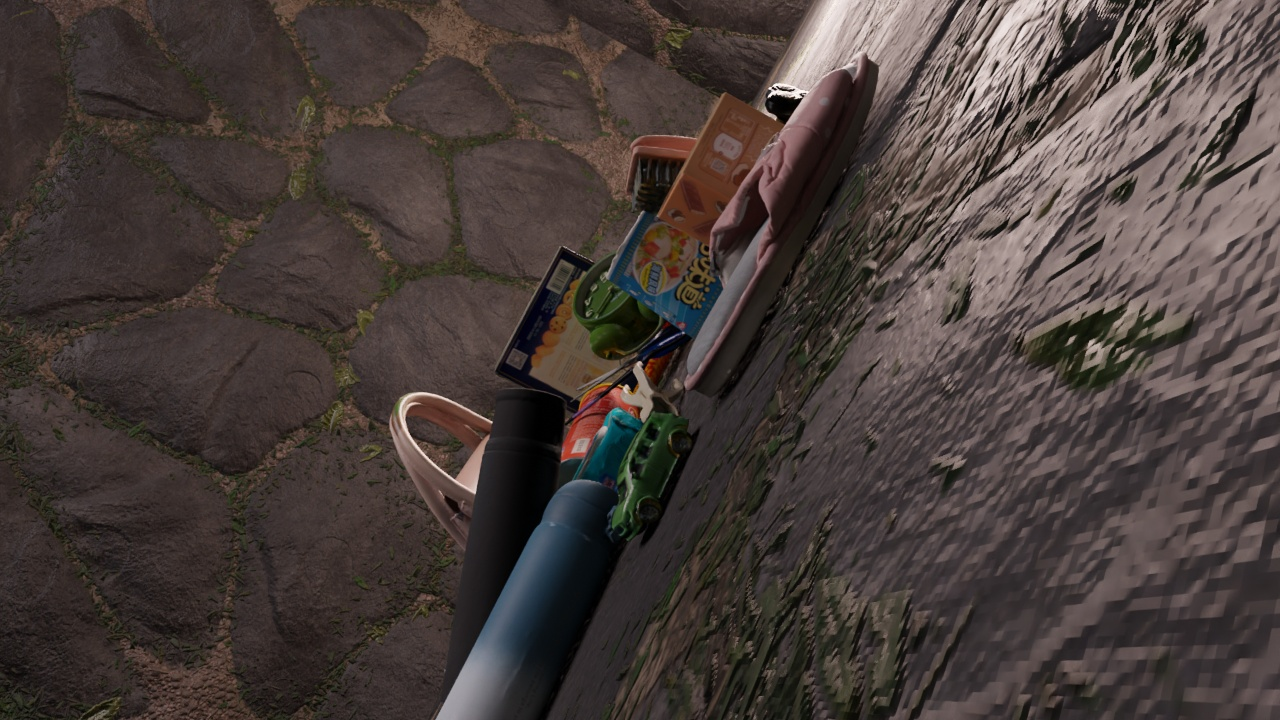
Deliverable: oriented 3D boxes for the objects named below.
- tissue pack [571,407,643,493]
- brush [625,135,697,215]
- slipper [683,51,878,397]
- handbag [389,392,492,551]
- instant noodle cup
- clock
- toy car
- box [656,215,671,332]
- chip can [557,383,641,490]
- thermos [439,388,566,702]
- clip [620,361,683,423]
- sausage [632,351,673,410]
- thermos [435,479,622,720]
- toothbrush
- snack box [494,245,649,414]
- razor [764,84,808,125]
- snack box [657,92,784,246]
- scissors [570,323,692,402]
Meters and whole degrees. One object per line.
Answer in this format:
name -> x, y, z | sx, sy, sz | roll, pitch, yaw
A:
tissue pack -> -0.032, 0.107, 0.774 | 0.133, 0.050, 0.093 | -63, 5, -4
brush -> 0.062, -0.171, 0.851 | 0.063, 0.145, 0.073 | 105, 167, -61
slipper -> 0.087, -0.101, 0.626 | 0.274, 0.054, 0.114 | -63, 3, -15
handbag -> -0.151, 0.116, 0.916 | 0.093, 0.234, 0.193 | -52, 7, 17
instant noodle cup -> 0.032, -0.080, 0.833 | 0.099, 0.110, 0.099 | -61, 3, 4
clock -> -0.016, -0.060, 1.015 | 0.116, 0.056, 0.161 | -43, 38, 9
toy car -> 0.005, 0.076, 0.608 | 0.091, 0.036, 0.043 | -68, 7, -29
box -> 0.044, -0.124, 1.110 | 0.095, 0.100, 0.200 | 111, -177, -53
chip can -> -0.043, 0.089, 0.933 | 0.073, 0.073, 0.216 | -61, 3, 16
thermos -> -0.098, 0.149, 0.733 | 0.090, 0.068, 0.242 | 37, -123, -59
clip -> 0.000, 0.029, 0.786 | 0.035, 0.087, 0.104 | -61, -8, 13
sausage -> 0.006, 0.033, 1.083 | 0.164, 0.021, 0.021 | -63, 3, -22
thermos -> -0.075, 0.187, 0.649 | 0.219, 0.070, 0.070 | -63, 3, -28
toothbrush -> -0.006, 0.005, 0.927 | 0.189, 0.017, 0.014 | -38, 2, 4
snack box -> -0.060, -0.022, 1.143 | 0.177, 0.182, 0.046 | -62, 0, -7
razor -> 0.121, -0.190, 0.903 | 0.067, 0.062, 0.167 | 7, -70, -61
snack box -> 0.082, -0.149, 0.769 | 0.092, 0.094, 0.077 | -63, 4, -24
scissors -> 0.000, -0.004, 0.990 | 0.162, 0.012, 0.163 | -39, 12, -25
